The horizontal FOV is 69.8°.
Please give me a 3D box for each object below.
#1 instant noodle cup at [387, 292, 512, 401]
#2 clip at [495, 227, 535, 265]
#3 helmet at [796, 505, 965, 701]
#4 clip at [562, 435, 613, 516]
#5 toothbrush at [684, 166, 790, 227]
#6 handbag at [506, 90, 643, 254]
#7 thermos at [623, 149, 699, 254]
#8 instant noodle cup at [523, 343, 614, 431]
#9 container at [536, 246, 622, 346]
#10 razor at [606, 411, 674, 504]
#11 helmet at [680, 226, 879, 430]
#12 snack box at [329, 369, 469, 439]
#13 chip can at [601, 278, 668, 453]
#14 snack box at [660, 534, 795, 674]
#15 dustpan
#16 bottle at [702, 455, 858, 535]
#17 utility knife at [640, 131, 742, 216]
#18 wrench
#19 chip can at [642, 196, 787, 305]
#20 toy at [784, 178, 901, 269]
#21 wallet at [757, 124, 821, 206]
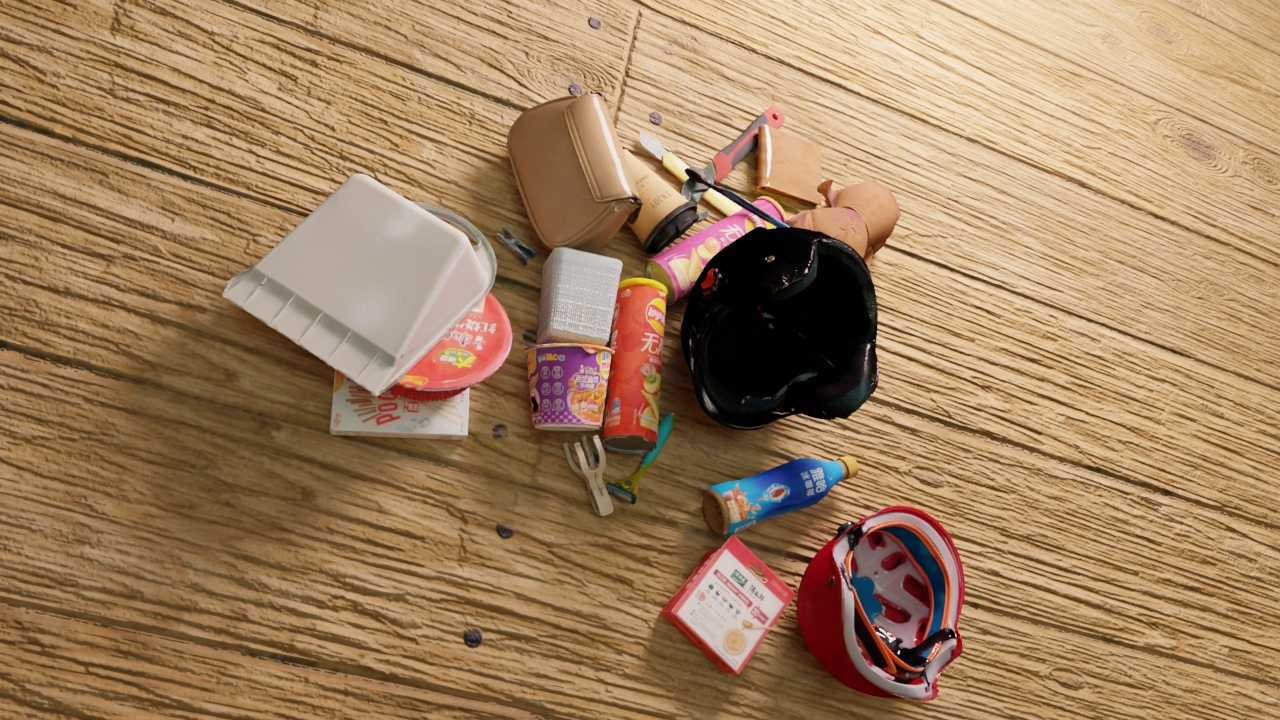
[{"bbox_3d":[-0.250,-0.021,1.071,0.193,0.066,0.193,10,47,-11],"label":"instant noodle cup"},{"bbox_3d":[-0.163,-0.149,1.188,0.058,0.026,0.038,43,73,-2],"label":"clip"},{"bbox_3d":[0.289,0.302,1.148,0.207,0.144,0.239,49,50,-4],"label":"helmet"},{"bbox_3d":[-0.057,0.135,1.116,0.035,0.092,0.103,-18,69,-24],"label":"clip"},{"bbox_3d":[0.139,-0.218,1.254,0.189,0.014,0.016,34,43,17],"label":"toothbrush"},{"bbox_3d":[-0.082,-0.238,1.184,0.099,0.148,0.204,9,59,-63],"label":"handbag"},{"bbox_3d":[0.008,-0.213,1.234,0.092,0.093,0.143,-37,80,-25],"label":"thermos"},{"bbox_3d":[-0.089,0.035,1.117,0.111,0.112,0.099,5,81,-18],"label":"instant noodle cup"},{"bbox_3d":[-0.080,-0.070,1.158,0.090,0.090,0.111,11,73,-16],"label":"container"},{"bbox_3d":[0.008,0.121,1.163,0.043,0.028,0.132,20,63,29],"label":"razor"},{"bbox_3d":[0.165,-0.045,1.164,0.274,0.230,0.233,-37,120,-2],"label":"helmet"},{"bbox_3d":[-0.283,0.048,1.084,0.156,0.027,0.084,4,72,-19],"label":"snack box"},{"bbox_3d":[-0.007,0.007,1.163,0.073,0.073,0.216,11,68,-16],"label":"chip can"},{"bbox_3d":[0.108,0.301,1.135,0.113,0.044,0.126,44,66,-2],"label":"snack box"},{"bbox_3d":[-0.295,-0.098,1.074,0.223,0.143,0.257,31,75,10],"label":"dustpan"},{"bbox_3d":[0.188,0.166,1.192,0.218,0.065,0.065,-15,79,-23],"label":"bottle"},{"bbox_3d":[0.075,-0.261,1.309,0.196,0.020,0.030,39,60,-12],"label":"utility knife"},{"bbox_3d":[0.134,-0.293,1.332,0.056,0.016,0.272,44,60,-6],"label":"wrench"},{"bbox_3d":[0.105,-0.152,1.257,0.210,0.072,0.071,-31,86,-25],"label":"chip can"},{"bbox_3d":[0.282,-0.181,1.307,0.140,0.131,0.199,47,44,1],"label":"toy"},{"bbox_3d":[0.222,-0.287,1.359,0.115,0.020,0.101,11,73,-28],"label":"wallet"}]
